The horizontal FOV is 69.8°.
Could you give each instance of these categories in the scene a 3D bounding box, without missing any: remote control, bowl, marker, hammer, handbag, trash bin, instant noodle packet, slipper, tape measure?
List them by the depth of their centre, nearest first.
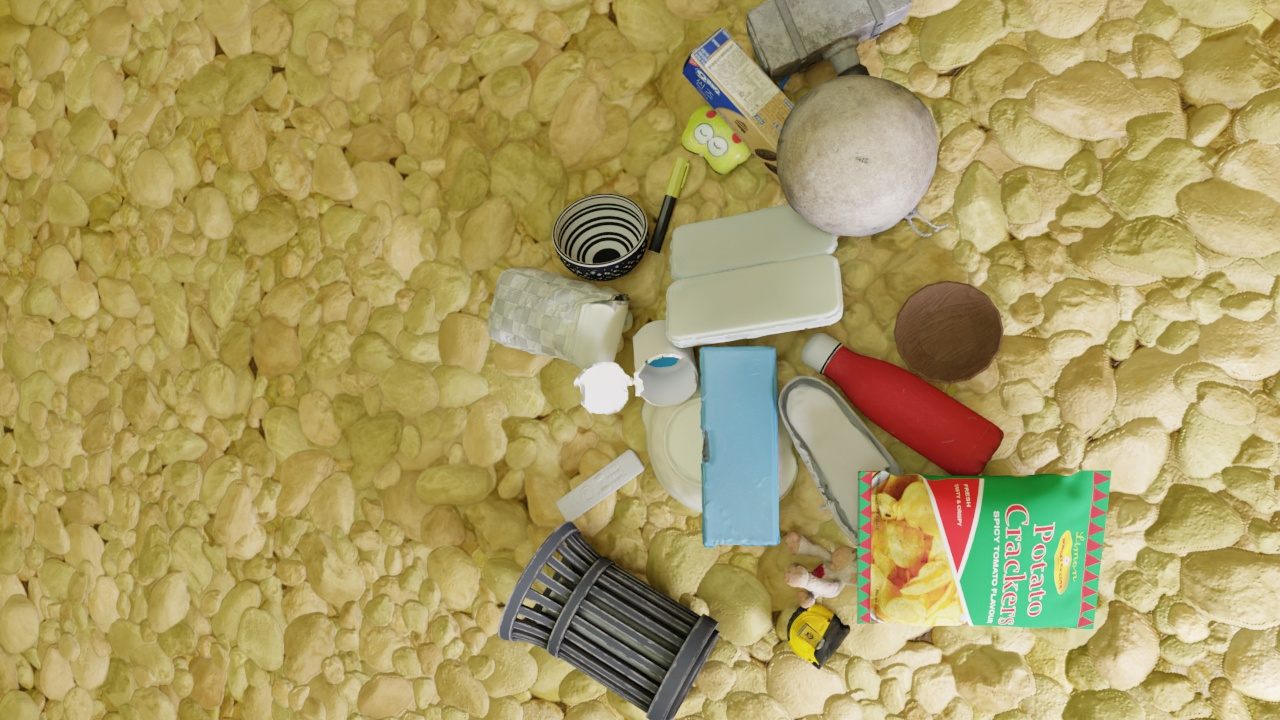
[{"bbox_3d":[0.364,0.207,0.993,0.253,0.090,0.196,-1,111,10],"label":"instant noodle packet"},{"bbox_3d":[0.236,-0.222,1.001,0.178,0.081,0.178,2,102,11],"label":"bowl"},{"bbox_3d":[0.350,-0.031,1.046,0.118,0.030,0.117,-2,84,16],"label":"bowl"},{"bbox_3d":[0.259,-0.290,1.058,0.177,0.079,0.326,-23,92,10],"label":"hammer"},{"bbox_3d":[0.239,0.127,1.065,0.112,0.074,0.247,-34,89,22],"label":"slipper"},{"bbox_3d":[0.206,0.325,1.095,0.064,0.037,0.066,38,102,16],"label":"tape measure"},{"bbox_3d":[-0.032,0.325,1.120,0.227,0.164,0.164,28,99,14],"label":"trash bin"},{"bbox_3d":[0.088,0.099,1.128,0.219,0.060,0.188,33,100,16],"label":"bowl"},{"bbox_3d":[-0.100,-0.056,1.166,0.171,0.123,0.112,17,104,14],"label":"handbag"},{"bbox_3d":[-0.047,-0.146,1.167,0.120,0.066,0.120,-4,56,6],"label":"bowl"},{"bbox_3d":[0.037,-0.197,1.170,0.021,0.017,0.124,20,98,19],"label":"marker"},{"bbox_3d":[-0.053,0.165,1.202,0.131,0.012,0.033,-37,76,16],"label":"remote control"}]

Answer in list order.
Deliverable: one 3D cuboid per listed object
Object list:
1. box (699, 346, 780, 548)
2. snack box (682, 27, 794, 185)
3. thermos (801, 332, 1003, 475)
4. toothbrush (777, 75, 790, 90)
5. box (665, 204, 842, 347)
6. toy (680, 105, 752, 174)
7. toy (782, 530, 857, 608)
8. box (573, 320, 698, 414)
[{"bbox_3d":[0.115,0.099,1.071,0.093,0.052,0.231,-2,89,3],"label":"box"},{"bbox_3d":[0.139,-0.290,1.081,0.056,0.057,0.207,-42,92,-9],"label":"snack box"},{"bbox_3d":[0.291,0.045,1.048,0.240,0.073,0.073,35,101,17],"label":"thermos"},{"bbox_3d":[0.214,-0.391,1.109,0.014,0.016,0.167,37,102,13],"label":"toothbrush"},{"bbox_3d":[0.131,-0.107,1.082,0.209,0.037,0.188,-7,59,19],"label":"box"},{"bbox_3d":[0.110,-0.291,1.131,0.092,0.046,0.115,42,95,13],"label":"toy"},{"bbox_3d":[0.222,0.247,1.071,0.106,0.085,0.074,-4,110,10],"label":"toy"},{"bbox_3d":[-0.007,0.007,1.118,0.150,0.106,0.080,-5,118,-2],"label":"box"}]
